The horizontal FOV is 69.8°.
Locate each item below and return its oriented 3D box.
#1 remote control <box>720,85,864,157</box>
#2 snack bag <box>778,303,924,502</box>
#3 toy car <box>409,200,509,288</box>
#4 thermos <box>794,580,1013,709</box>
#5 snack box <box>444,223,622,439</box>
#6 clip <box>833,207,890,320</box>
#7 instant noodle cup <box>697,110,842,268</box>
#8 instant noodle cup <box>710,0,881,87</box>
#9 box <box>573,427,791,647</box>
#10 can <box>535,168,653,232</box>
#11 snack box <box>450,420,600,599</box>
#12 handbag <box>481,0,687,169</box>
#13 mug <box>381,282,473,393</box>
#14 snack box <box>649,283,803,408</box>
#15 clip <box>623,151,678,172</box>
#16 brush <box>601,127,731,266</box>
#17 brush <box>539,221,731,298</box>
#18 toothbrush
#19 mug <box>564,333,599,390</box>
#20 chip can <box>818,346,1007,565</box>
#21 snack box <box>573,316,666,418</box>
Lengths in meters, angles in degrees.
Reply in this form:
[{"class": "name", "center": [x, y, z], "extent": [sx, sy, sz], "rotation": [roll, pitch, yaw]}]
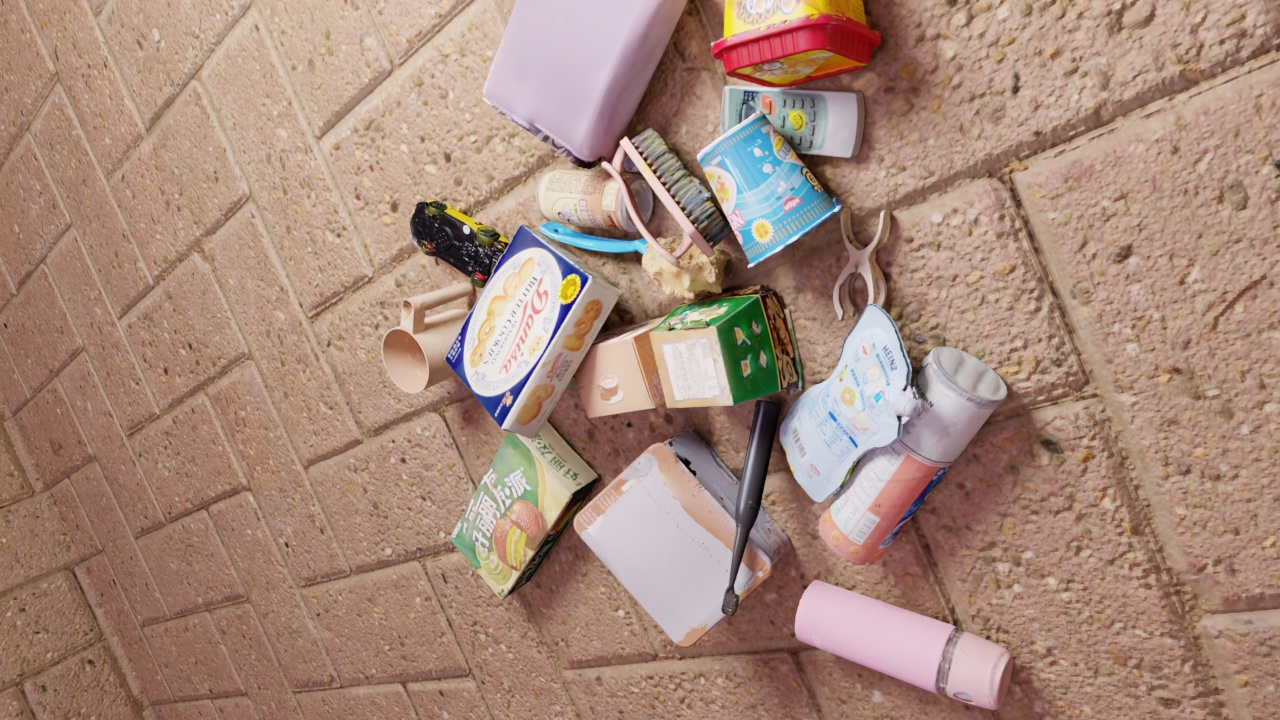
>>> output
[{"class": "remote control", "center": [0.134, -0.215, 0.823], "extent": [0.135, 0.019, 0.056], "rotation": [15, 116, 33]}, {"class": "snack bag", "center": [0.187, 0.044, 0.830], "extent": [0.192, 0.038, 0.110], "rotation": [121, 148, -52]}, {"class": "toy car", "center": [-0.215, -0.144, 1.103], "extent": [0.156, 0.041, 0.071], "rotation": [29, 123, 24]}, {"class": "thermos", "center": [0.257, 0.282, 0.900], "extent": [0.199, 0.067, 0.087], "rotation": [12, 146, 32]}, {"class": "snack box", "center": [-0.121, -0.036, 0.981], "extent": [0.178, 0.045, 0.182], "rotation": [-59, 39, 7]}, {"class": "clip", "center": [0.206, -0.083, 0.813], "extent": [0.076, 0.034, 0.103], "rotation": [22, 111, 32]}, {"class": "instant noodle cup", "center": [0.108, -0.154, 0.809], "extent": [0.099, 0.099, 0.110], "rotation": [-32, 93, 41]}, {"class": "instant noodle cup", "center": [0.124, -0.299, 0.746], "extent": [0.116, 0.115, 0.123], "rotation": [-2, 95, 38]}, {"class": "box", "center": [0.040, 0.188, 0.961], "extent": [0.181, 0.157, 0.149], "rotation": [49, 130, 12]}, {"class": "can", "center": [-0.048, -0.168, 0.955], "extent": [0.116, 0.058, 0.058], "rotation": [13, 115, 34]}, {"class": "snack box", "center": [-0.152, 0.192, 1.172], "extent": [0.114, 0.063, 0.241], "rotation": [46, 129, 16]}, {"class": "handbag", "center": [-0.048, -0.303, 0.877], "extent": [0.145, 0.098, 0.198], "rotation": [44, 127, 18]}, {"class": "mug", "center": [-0.252, -0.032, 1.135], "extent": [0.084, 0.103, 0.125], "rotation": [26, 121, 27]}, {"class": "snack box", "center": [0.075, -0.004, 0.894], "extent": [0.118, 0.105, 0.117], "rotation": [-5, 105, 39]}, {"class": "clip", "center": [0.013, -0.200, 0.926], "extent": [0.056, 0.027, 0.024], "rotation": [7, 114, 25]}, {"class": "brush", "center": [0.019, -0.158, 0.865], "extent": [0.073, 0.063, 0.145], "rotation": [-39, 65, 10]}, {"class": "brush", "center": [-0.013, -0.113, 0.950], "extent": [0.255, 0.083, 0.046], "rotation": [20, 126, 39]}, {"class": "toothbrush", "center": [0.107, 0.144, 0.905], "extent": [0.027, 0.026, 0.212], "rotation": [-2, 73, 59]}, {"class": "mug", "center": [-0.108, -0.016, 1.053], "extent": [0.107, 0.082, 0.111], "rotation": [-20, 68, 41]}, {"class": "chip can", "center": [0.239, 0.091, 0.828], "extent": [0.071, 0.071, 0.215], "rotation": [38, 126, 20]}, {"class": "snack box", "center": [-0.006, 0.006, 0.967], "extent": [0.093, 0.094, 0.077], "rotation": [-10, 101, 39]}]
